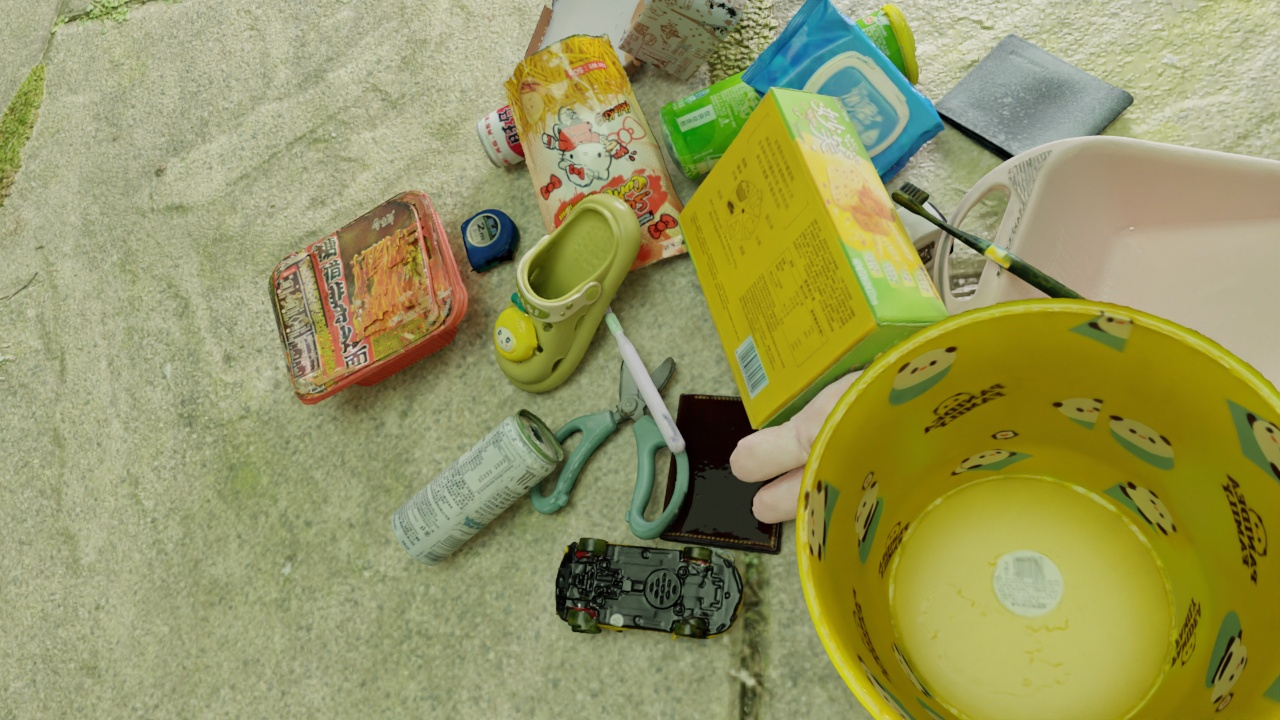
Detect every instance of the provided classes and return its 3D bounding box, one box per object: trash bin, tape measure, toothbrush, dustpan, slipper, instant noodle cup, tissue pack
[{"bbox_3d":[0.224,0.121,0.517,0.230,0.255,0.229,-8,67,18],"label":"trash bin"},{"bbox_3d":[0.209,-0.090,0.714,0.066,0.066,0.033,-33,63,5],"label":"tape measure"},{"bbox_3d":[-0.005,0.005,0.763,0.029,0.021,0.189,-29,52,2],"label":"toothbrush"},{"bbox_3d":[0.339,-0.040,0.579,0.274,0.138,0.222,7,69,48],"label":"dustpan"},{"bbox_3d":[-0.143,-0.116,0.879,0.054,0.025,0.058,-23,67,9],"label":"tape measure"},{"bbox_3d":[-0.077,-0.060,0.777,0.091,0.081,0.191,45,111,29],"label":"slipper"},{"bbox_3d":[0.245,-0.067,0.605,0.186,0.012,0.017,39,75,24],"label":"toothbrush"},{"bbox_3d":[-0.247,-0.055,0.864,0.189,0.079,0.164,-28,63,10],"label":"instant noodle cup"},{"bbox_3d":[0.164,-0.209,0.736,0.095,0.157,0.052,-43,20,20],"label":"tissue pack"}]

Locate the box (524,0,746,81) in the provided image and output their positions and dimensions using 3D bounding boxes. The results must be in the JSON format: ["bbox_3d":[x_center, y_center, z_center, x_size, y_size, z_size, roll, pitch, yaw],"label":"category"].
[{"bbox_3d":[0.013,-0.365,0.883,0.275,0.124,0.178,0,67,50],"label":"box"}]

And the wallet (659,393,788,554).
[{"bbox_3d":[0.069,0.087,0.724,0.096,0.020,0.122,3,70,17],"label":"wallet"}]

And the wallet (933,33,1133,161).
[{"bbox_3d":[0.317,-0.208,0.749,0.097,0.019,0.121,-43,60,-2],"label":"wallet"}]

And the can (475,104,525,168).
[{"bbox_3d":[-0.090,-0.235,0.890,0.133,0.053,0.053,-22,64,11],"label":"can"}]

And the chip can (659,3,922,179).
[{"bbox_3d":[0.125,-0.229,0.797,0.221,0.072,0.072,-21,64,11],"label":"chip can"}]

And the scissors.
[{"bbox_3d":[-0.008,0.077,0.744,0.172,0.019,0.179,-49,50,-3],"label":"scissors"}]

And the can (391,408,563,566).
[{"bbox_3d":[-0.136,0.106,0.760,0.147,0.058,0.058,-40,61,10],"label":"can"}]

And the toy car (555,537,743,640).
[{"bbox_3d":[0.005,0.175,0.699,0.156,0.041,0.071,-2,69,22],"label":"toy car"}]

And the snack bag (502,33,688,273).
[{"bbox_3d":[-0.042,-0.175,0.819,0.129,0.073,0.208,-20,89,12],"label":"snack bag"}]

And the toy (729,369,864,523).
[{"bbox_3d":[0.145,0.063,0.650,0.159,0.121,0.054,-19,34,10],"label":"toy"}]

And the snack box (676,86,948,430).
[{"bbox_3d":[0.118,-0.073,0.691,0.158,0.070,0.209,-51,48,48],"label":"snack box"}]

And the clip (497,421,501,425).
[{"bbox_3d":[-0.111,0.081,0.795,0.025,0.029,0.057,-14,75,18],"label":"clip"}]
